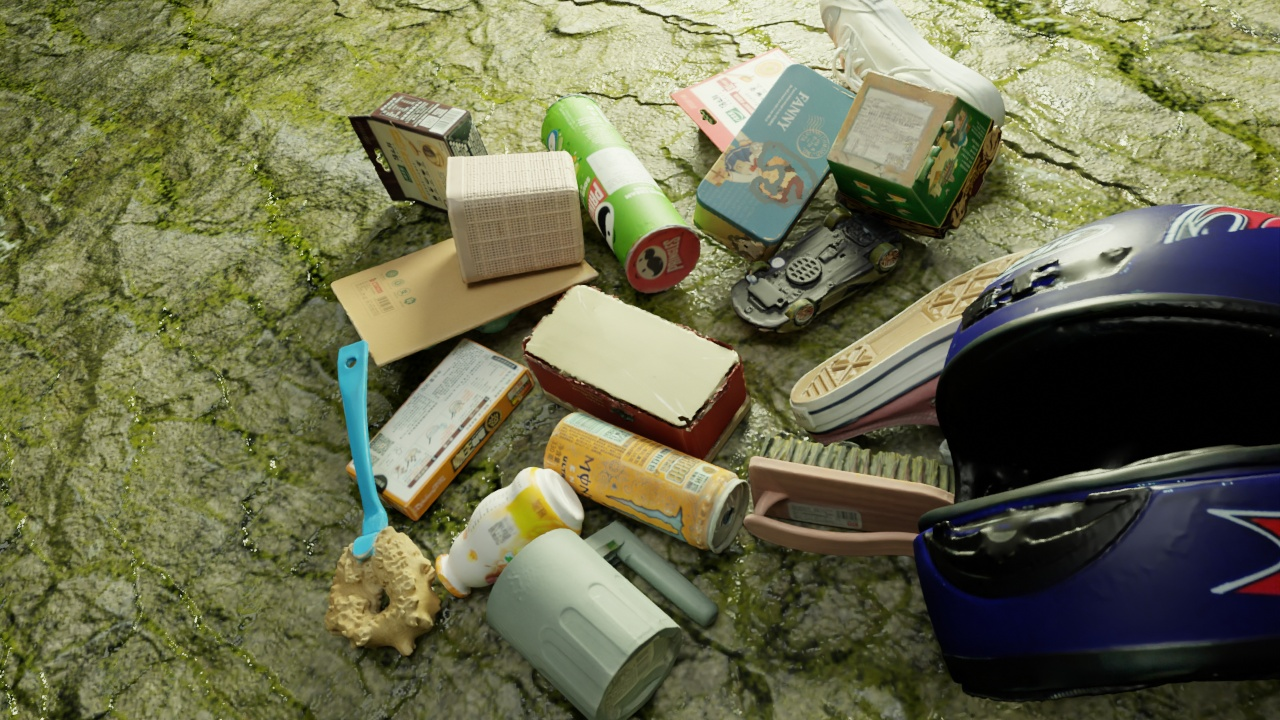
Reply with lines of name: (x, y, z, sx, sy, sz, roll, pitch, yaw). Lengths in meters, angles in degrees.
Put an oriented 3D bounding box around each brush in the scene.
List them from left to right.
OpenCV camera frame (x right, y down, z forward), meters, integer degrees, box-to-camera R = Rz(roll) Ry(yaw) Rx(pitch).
brush: (-0.205, 0.097, 0.690, 0.083, 0.046, 0.254, -19, 66, 9)
brush: (0.146, 0.098, 0.618, 0.146, 0.063, 0.072, 8, 51, 18)

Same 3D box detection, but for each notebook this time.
notebook: (-0.162, -0.072, 0.832, 0.207, 0.008, 0.148, -24, 43, -19)

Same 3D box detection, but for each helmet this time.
helmet: (0.272, 0.039, 0.478, 0.315, 0.248, 0.240, 6, 68, -32)

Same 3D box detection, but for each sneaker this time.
sneaker: (0.230, -0.273, 0.878, 0.090, 0.089, 0.242, -31, 58, -5)
sneaker: (0.228, 0.003, 0.654, 0.241, 0.088, 0.118, -31, 16, 14)

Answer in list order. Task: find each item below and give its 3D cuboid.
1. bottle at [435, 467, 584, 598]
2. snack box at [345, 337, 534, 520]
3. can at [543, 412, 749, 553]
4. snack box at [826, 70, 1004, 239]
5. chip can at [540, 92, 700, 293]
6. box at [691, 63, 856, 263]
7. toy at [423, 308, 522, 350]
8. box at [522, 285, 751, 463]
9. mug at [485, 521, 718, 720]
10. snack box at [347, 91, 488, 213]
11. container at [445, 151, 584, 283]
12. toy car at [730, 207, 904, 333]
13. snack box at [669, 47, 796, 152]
bottle: (-0.095, 0.125, 0.655, 0.108, 0.063, 0.063, -37, 50, 9)
snack box: (-0.163, 0.053, 0.757, 0.075, 0.026, 0.153, 24, 62, 29)
can: (0.002, 0.087, 0.666, 0.146, 0.058, 0.058, 20, 60, 27)
snack box: (0.217, -0.176, 0.755, 0.117, 0.105, 0.118, 29, 97, 32)
chip can: (-0.025, -0.163, 0.861, 0.072, 0.072, 0.236, -26, 51, -6)
box: (0.125, -0.177, 0.811, 0.090, 0.059, 0.184, 31, 76, 7)
toy: (-0.155, -0.040, 0.824, 0.092, 0.030, 0.096, 6, 42, 23)
box: (-0.004, 0.004, 0.718, 0.168, 0.080, 0.091, 25, 63, 29)
mug: (-0.022, 0.165, 0.606, 0.123, 0.084, 0.103, -25, 47, -39)
snack box: (-0.209, -0.200, 0.911, 0.126, 0.113, 0.053, 23, 60, 28)
container: (-0.110, -0.131, 0.819, 0.111, 0.090, 0.089, -7, 39, -4)
toy car: (0.147, -0.073, 0.764, 0.158, 0.042, 0.070, -31, 51, -11)
snack box: (0.112, -0.243, 0.905, 0.127, 0.044, 0.113, -26, 52, -8)
